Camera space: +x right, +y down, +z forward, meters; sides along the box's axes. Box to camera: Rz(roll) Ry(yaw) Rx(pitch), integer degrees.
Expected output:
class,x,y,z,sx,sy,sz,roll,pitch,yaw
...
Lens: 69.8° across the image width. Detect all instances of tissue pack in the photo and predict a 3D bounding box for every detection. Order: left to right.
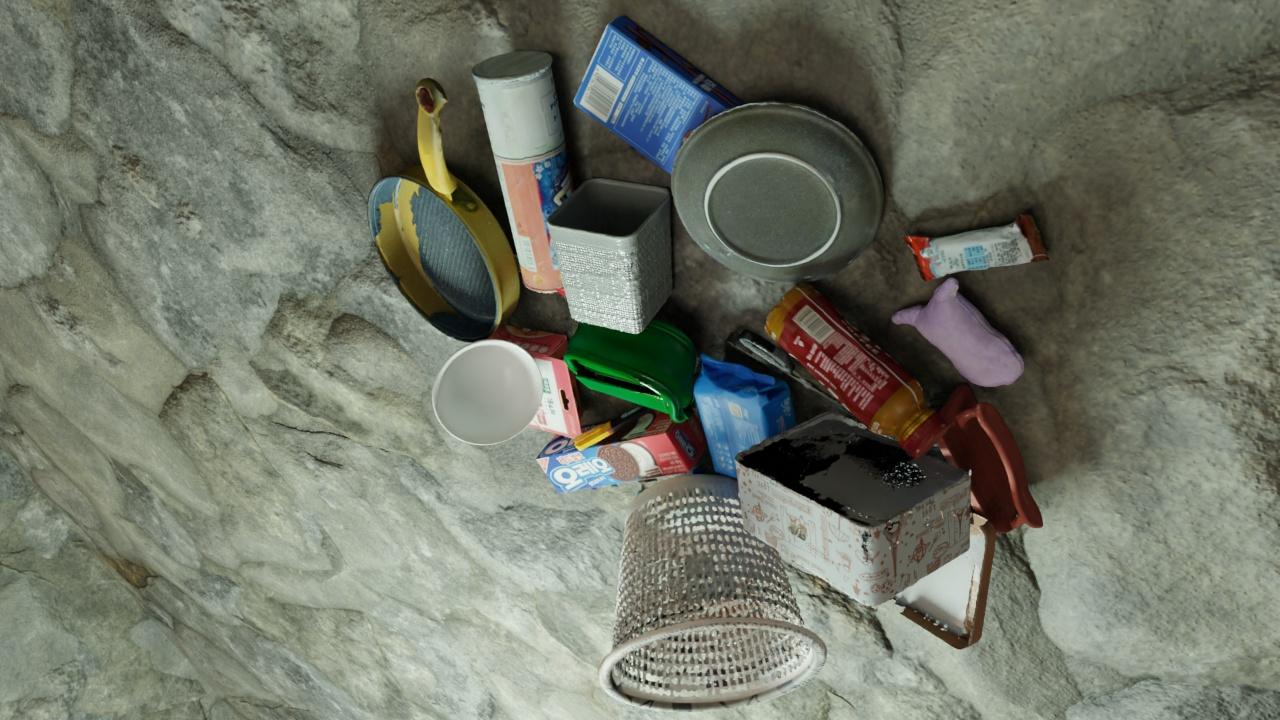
class,x,y,z,sx,sy,sz,roll,pitch,yaw
tissue pack,0.110,0.064,0.913,0.095,0.052,0.157,16,134,42

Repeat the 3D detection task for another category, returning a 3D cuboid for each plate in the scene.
class,x,y,z,sx,sy,sz,roll,pitch,yaw
plate,0.110,-0.128,0.760,0.179,0.024,0.180,12,139,11

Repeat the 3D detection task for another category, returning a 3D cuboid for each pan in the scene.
class,x,y,z,sx,sy,sz,roll,pitch,yaw
pan,-0.198,-0.145,0.899,0.197,0.078,0.358,41,144,10

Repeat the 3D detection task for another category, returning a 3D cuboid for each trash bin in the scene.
class,x,y,z,sx,sy,sz,roll,pitch,yaw
trash bin,0.064,0.236,0.962,0.227,0.191,0.228,-3,140,-3

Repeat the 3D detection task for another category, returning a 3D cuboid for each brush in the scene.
class,x,y,z,sx,sy,sz,roll,pitch,yaw
brush,0.304,0.095,0.812,0.069,0.063,0.146,-5,123,52

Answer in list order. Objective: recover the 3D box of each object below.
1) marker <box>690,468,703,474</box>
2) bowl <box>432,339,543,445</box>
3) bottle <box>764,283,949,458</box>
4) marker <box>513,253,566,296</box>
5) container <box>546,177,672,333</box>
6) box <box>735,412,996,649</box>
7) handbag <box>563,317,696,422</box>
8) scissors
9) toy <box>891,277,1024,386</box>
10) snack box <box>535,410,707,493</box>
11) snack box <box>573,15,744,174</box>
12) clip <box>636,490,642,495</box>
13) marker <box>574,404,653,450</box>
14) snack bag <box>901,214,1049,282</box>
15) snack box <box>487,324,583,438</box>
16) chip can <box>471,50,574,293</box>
class,x,y,z,sx,sy,sz,roll,pitch,yaw
marker,0.053,0.177,1.077,0.017,0.016,0.146,26,135,13
bowl,-0.170,0.025,0.992,0.118,0.118,0.065,66,168,-26
bottle,0.185,0.009,0.786,0.175,0.057,0.058,47,140,22
marker,-0.135,-0.105,0.972,0.145,0.017,0.017,27,135,12
container,-0.023,-0.095,0.856,0.090,0.090,0.114,14,134,25
box,0.199,0.171,0.836,0.183,0.156,0.193,26,128,54
handbag,-0.006,0.005,0.927,0.131,0.067,0.120,19,160,23
scissors,0.150,0.018,0.857,0.159,0.014,0.170,31,174,40
toy,0.269,-0.016,0.763,0.108,0.038,0.084,40,154,-6
snack box,-0.025,0.103,1.040,0.208,0.057,0.058,-15,115,40
snack box,0.025,-0.209,0.775,0.157,0.026,0.085,37,137,2
clip,0.007,0.181,1.113,0.049,0.015,0.057,16,130,20
marker,-0.020,0.066,1.002,0.124,0.018,0.015,-29,117,18
snack bag,0.260,-0.087,0.718,0.104,0.026,0.048,-11,124,38
snack box,-0.116,0.023,1.044,0.127,0.044,0.113,12,129,27
chip can,-0.098,-0.170,0.855,0.071,0.071,0.215,11,130,26
